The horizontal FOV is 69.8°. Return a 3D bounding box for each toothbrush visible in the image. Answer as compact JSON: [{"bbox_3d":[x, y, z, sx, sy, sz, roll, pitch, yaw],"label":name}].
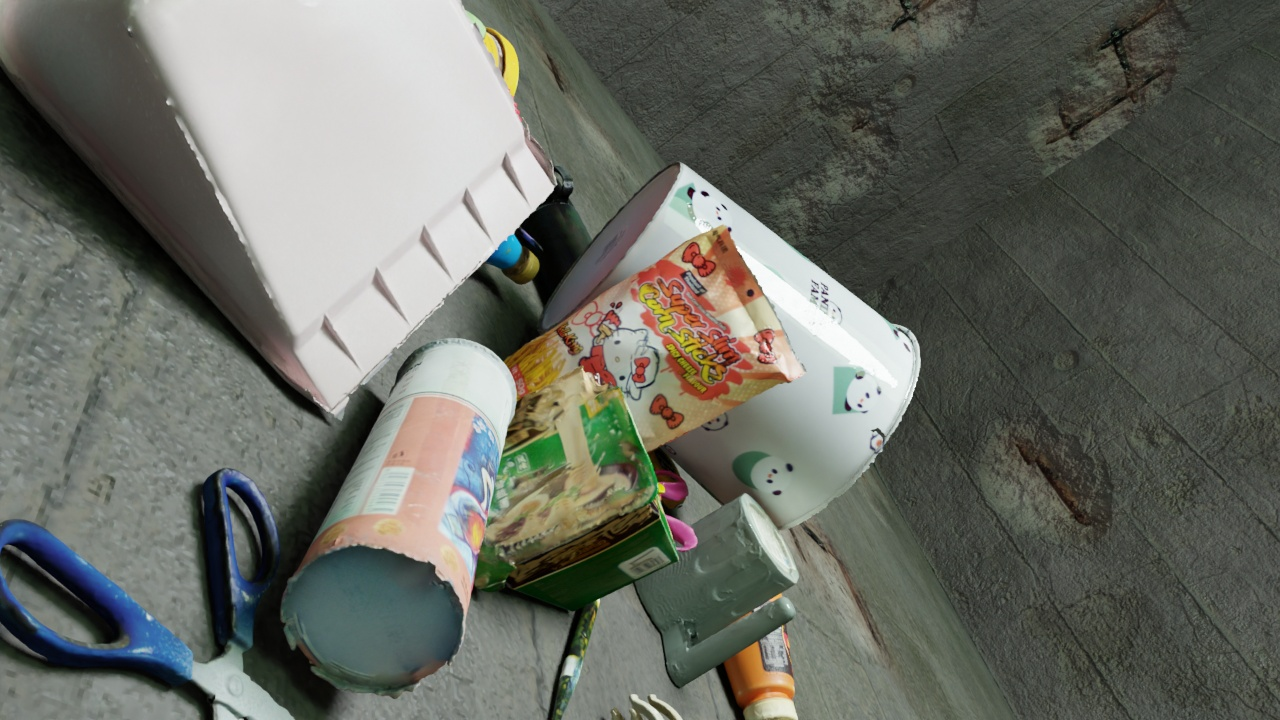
[{"bbox_3d":[-0.120,-0.131,0.858,0.014,0.016,0.189,54,-6,-33],"label":"toothbrush"},{"bbox_3d":[-0.039,0.175,0.531,0.012,0.017,0.185,18,16,1],"label":"toothbrush"}]

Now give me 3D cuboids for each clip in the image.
[{"bbox_3d":[0.017,0.241,0.525,0.100,0.070,0.034,55,11,29],"label":"clip"}]

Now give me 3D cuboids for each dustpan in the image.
[{"bbox_3d":[-0.193,-0.147,0.494,0.221,0.139,0.274,-51,137,-37],"label":"dustpan"}]

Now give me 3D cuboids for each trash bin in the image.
[{"bbox_3d":[0.065,-0.017,0.783,0.252,0.230,0.229,39,18,-15],"label":"trash bin"}]

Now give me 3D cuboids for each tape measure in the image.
[{"bbox_3d":[0.013,0.104,0.853,0.060,0.029,0.057,47,17,-34],"label":"tape measure"}]

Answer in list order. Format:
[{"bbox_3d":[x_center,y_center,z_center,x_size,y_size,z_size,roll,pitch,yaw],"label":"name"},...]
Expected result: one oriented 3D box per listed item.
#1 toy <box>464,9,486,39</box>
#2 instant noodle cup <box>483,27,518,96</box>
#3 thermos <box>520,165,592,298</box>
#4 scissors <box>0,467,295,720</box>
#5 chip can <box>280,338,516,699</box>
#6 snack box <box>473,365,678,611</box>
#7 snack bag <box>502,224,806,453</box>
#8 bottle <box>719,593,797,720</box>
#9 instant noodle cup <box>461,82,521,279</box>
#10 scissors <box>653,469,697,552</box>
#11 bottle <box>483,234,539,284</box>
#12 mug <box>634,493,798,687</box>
[{"bbox_3d":[-0.241,-0.275,0.679,0.247,0.090,0.226,33,7,15],"label":"toy"},{"bbox_3d":[-0.196,-0.280,0.866,0.114,0.119,0.118,22,36,-55],"label":"instant noodle cup"},{"bbox_3d":[-0.068,-0.101,0.939,0.068,0.090,0.242,-5,52,-29],"label":"thermos"},{"bbox_3d":[-0.151,0.103,0.324,0.176,0.012,0.162,49,16,-34],"label":"scissors"},{"bbox_3d":[-0.104,0.059,0.439,0.071,0.071,0.214,51,12,-18],"label":"chip can"},{"bbox_3d":[-0.036,0.089,0.564,0.105,0.118,0.117,56,9,-47],"label":"snack box"},{"bbox_3d":[-0.004,0.004,0.644,0.128,0.208,0.073,63,9,17],"label":"snack bag"},{"bbox_3d":[0.096,0.247,0.747,0.067,0.067,0.149,44,25,-40],"label":"bottle"},{"bbox_3d":[-0.145,-0.143,0.589,0.193,0.066,0.193,6,82,-42],"label":"instant noodle cup"},{"bbox_3d":[-0.006,0.107,0.699,0.133,0.017,0.133,4,29,-38],"label":"scissors"},{"bbox_3d":[-0.157,-0.127,0.736,0.218,0.065,0.065,42,19,-48],"label":"bottle"},{"bbox_3d":[0.061,0.173,0.695,0.083,0.103,0.123,49,14,-28],"label":"mug"}]
